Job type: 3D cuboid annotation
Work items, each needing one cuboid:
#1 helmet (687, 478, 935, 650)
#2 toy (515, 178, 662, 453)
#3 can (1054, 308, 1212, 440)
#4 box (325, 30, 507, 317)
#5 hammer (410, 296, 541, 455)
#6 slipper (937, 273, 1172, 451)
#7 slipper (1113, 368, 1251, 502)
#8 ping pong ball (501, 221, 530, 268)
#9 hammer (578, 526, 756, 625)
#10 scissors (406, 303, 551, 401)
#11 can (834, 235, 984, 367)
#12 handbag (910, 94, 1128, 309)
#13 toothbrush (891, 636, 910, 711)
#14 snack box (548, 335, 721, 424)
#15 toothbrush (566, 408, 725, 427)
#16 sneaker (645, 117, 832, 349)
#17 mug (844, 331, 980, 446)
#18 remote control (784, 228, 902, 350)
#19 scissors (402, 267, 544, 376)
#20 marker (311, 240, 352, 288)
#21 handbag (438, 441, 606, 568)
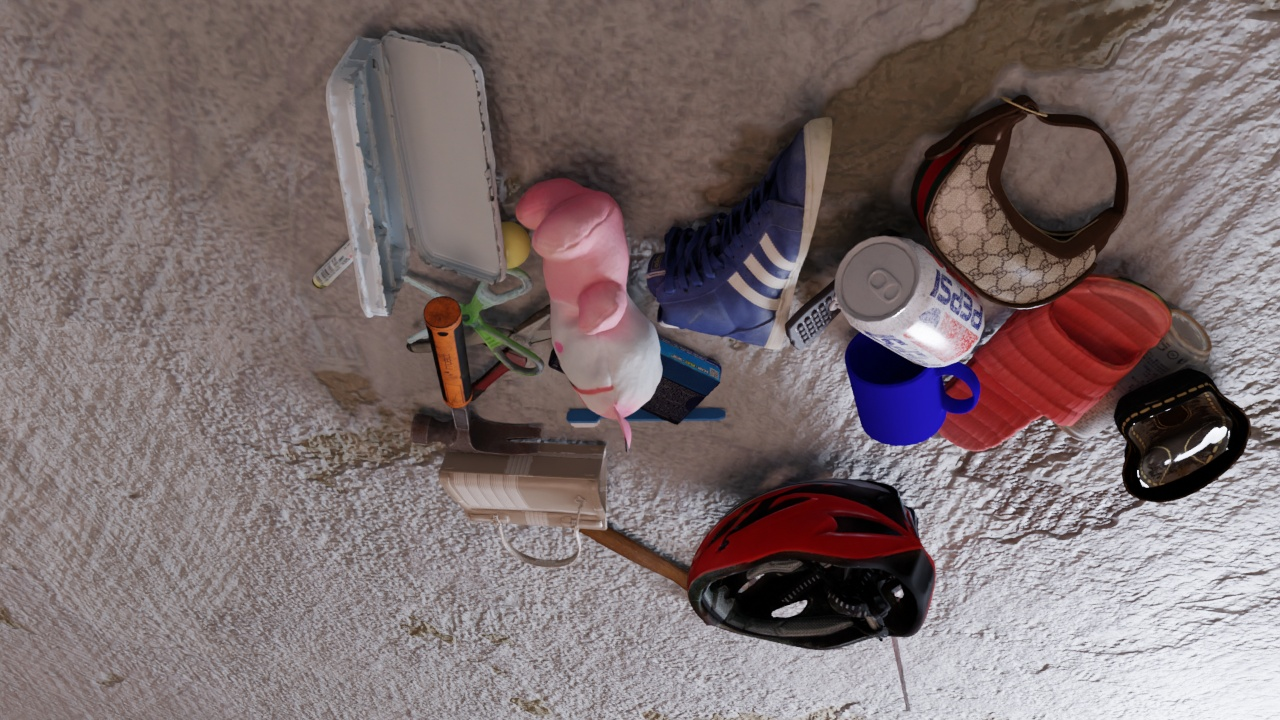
[{"bbox_3d":[0.179,0.225,0.998,0.273,0.166,0.217,-20,132,28],"label":"helmet"},{"bbox_3d":[-0.036,-0.040,0.750,0.084,0.142,0.213,-19,117,-7],"label":"toy"},{"bbox_3d":[0.425,0.014,0.804,0.054,0.054,0.136,21,138,-14],"label":"can"},{"bbox_3d":[-0.154,-0.137,0.698,0.124,0.106,0.216,2,134,-4],"label":"box"},{"bbox_3d":[-0.162,0.026,0.867,0.138,0.035,0.315,8,156,-3],"label":"hammer"},{"bbox_3d":[0.339,0.017,0.798,0.103,0.059,0.250,38,140,1],"label":"slipper"},{"bbox_3d":[0.480,0.082,0.812,0.113,0.075,0.267,-29,148,20],"label":"slipper"},{"bbox_3d":[-0.113,-0.098,0.779,0.040,0.040,0.040,5,139,4],"label":"ping pong ball"},{"bbox_3d":[0.025,0.260,1.167,0.323,0.033,0.116,33,135,-25],"label":"hammer"},{"bbox_3d":[-0.144,-0.009,0.887,0.179,0.015,0.188,14,140,6],"label":"scissors"},{"bbox_3d":[0.213,-0.045,0.723,0.078,0.078,0.136,-24,154,31],"label":"can"},{"bbox_3d":[0.284,-0.121,0.684,0.166,0.063,0.139,36,115,-23],"label":"handbag"},{"bbox_3d":[0.298,0.317,1.071,0.010,0.181,0.010,20,135,-21],"label":"toothbrush"},{"bbox_3d":[-0.005,0.005,0.886,0.150,0.027,0.082,25,134,-18],"label":"snack box"},{"bbox_3d":[0.005,0.059,0.954,0.167,0.016,0.014,-1,138,10],"label":"toothbrush"},{"bbox_3d":[0.067,-0.100,0.717,0.118,0.091,0.233,8,147,4],"label":"sneaker"},{"bbox_3d":[0.244,0.022,0.817,0.111,0.079,0.083,7,142,30],"label":"mug"},{"bbox_3d":[0.167,-0.058,0.744,0.124,0.009,0.046,-43,147,-1],"label":"remote control"},{"bbox_3d":[-0.156,-0.046,0.840,0.171,0.023,0.168,32,137,-5],"label":"scissors"},{"bbox_3d":[-0.251,-0.103,0.813,0.017,0.017,0.147,36,132,-28],"label":"marker"},{"bbox_3d":[-0.122,0.178,1.063,0.176,0.062,0.198,2,134,8],"label":"handbag"}]
